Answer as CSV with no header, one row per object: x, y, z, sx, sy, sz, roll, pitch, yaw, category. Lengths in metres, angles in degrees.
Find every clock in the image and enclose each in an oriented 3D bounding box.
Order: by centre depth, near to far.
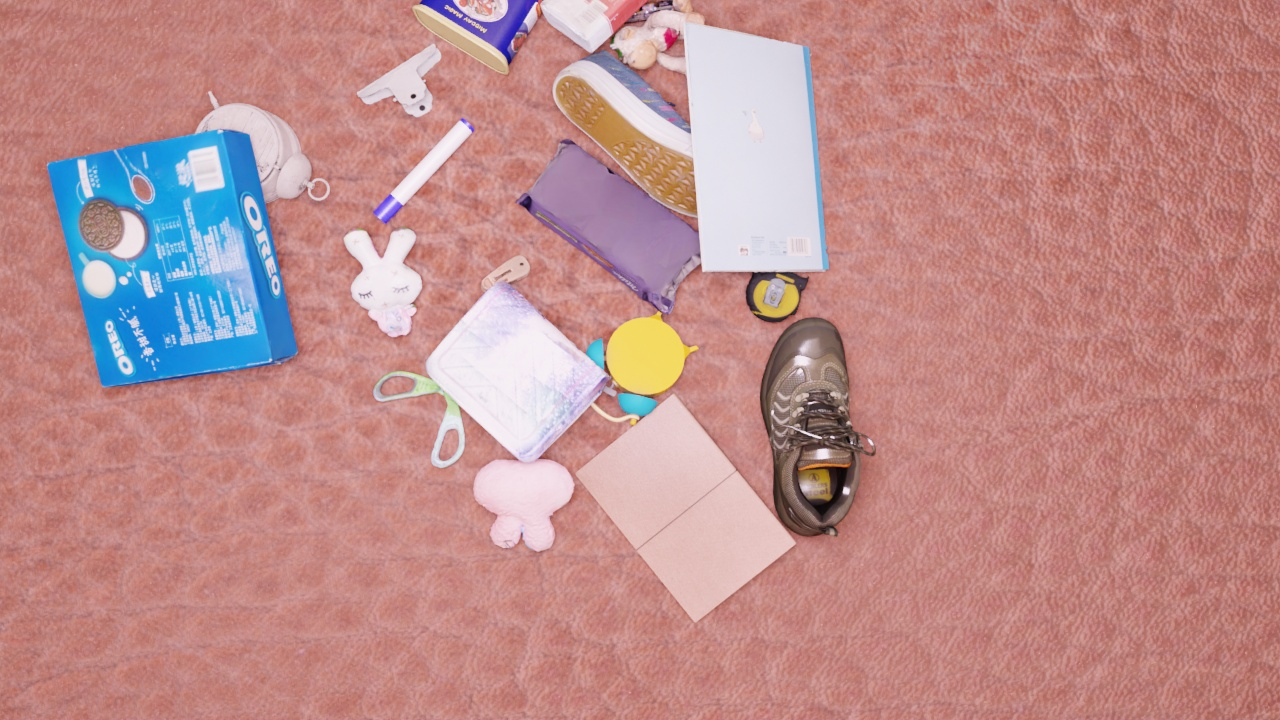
-0.404,-0.213,0.975,0.157,0.061,0.103,27,89,0,clock
-0.006,0.006,0.994,0.129,0.044,0.099,-41,85,-10,clock

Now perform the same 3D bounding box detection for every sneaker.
0.179,0.072,0.950,0.101,0.143,0.238,-2,89,-2,sneaker
0.017,-0.245,0.993,0.235,0.088,0.079,37,54,-4,sneaker

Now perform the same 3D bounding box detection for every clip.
-0.150,-0.093,0.998,0.059,0.052,0.026,-28,90,25,clip
-0.252,-0.296,1.006,0.101,0.045,0.055,-33,83,-1,clip

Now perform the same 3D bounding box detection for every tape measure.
0.147,-0.072,1.005,0.061,0.034,0.061,17,91,-1,tape measure

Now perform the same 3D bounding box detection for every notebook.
0.126,-0.219,0.972,0.180,0.009,0.253,-4,89,-35,notebook
0.049,0.160,1.001,0.141,0.008,0.209,-39,88,4,notebook

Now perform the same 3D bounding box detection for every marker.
-0.236,-0.207,1.002,0.020,0.020,0.141,43,87,-1,marker

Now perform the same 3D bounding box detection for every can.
-0.170,-0.381,0.988,0.116,0.056,0.092,31,87,-1,can

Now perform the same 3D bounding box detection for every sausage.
-0.023,-0.380,1.010,0.155,0.020,0.020,-8,89,-2,sausage

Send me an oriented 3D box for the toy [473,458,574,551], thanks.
-0.126,0.155,0.988,0.108,0.053,0.105,3,100,-2,toy

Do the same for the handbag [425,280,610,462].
-0.127,0.012,0.964,0.158,0.069,0.126,43,97,3,handbag

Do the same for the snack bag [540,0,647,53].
-0.003,-0.429,0.985,0.077,0.041,0.225,42,81,19,snack bag

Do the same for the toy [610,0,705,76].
0.018,-0.346,0.984,0.106,0.085,0.074,-5,68,7,toy

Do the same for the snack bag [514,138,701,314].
-0.026,-0.147,0.987,0.205,0.058,0.096,36,87,2,snack bag

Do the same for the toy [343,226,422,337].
-0.274,-0.086,0.990,0.079,0.038,0.122,-11,92,-9,toy

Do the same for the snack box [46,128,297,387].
-0.478,-0.101,0.943,0.196,0.056,0.239,-8,99,8,snack box

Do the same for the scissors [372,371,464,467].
-0.205,0.037,1.005,0.171,0.023,0.172,-7,84,0,scissors
